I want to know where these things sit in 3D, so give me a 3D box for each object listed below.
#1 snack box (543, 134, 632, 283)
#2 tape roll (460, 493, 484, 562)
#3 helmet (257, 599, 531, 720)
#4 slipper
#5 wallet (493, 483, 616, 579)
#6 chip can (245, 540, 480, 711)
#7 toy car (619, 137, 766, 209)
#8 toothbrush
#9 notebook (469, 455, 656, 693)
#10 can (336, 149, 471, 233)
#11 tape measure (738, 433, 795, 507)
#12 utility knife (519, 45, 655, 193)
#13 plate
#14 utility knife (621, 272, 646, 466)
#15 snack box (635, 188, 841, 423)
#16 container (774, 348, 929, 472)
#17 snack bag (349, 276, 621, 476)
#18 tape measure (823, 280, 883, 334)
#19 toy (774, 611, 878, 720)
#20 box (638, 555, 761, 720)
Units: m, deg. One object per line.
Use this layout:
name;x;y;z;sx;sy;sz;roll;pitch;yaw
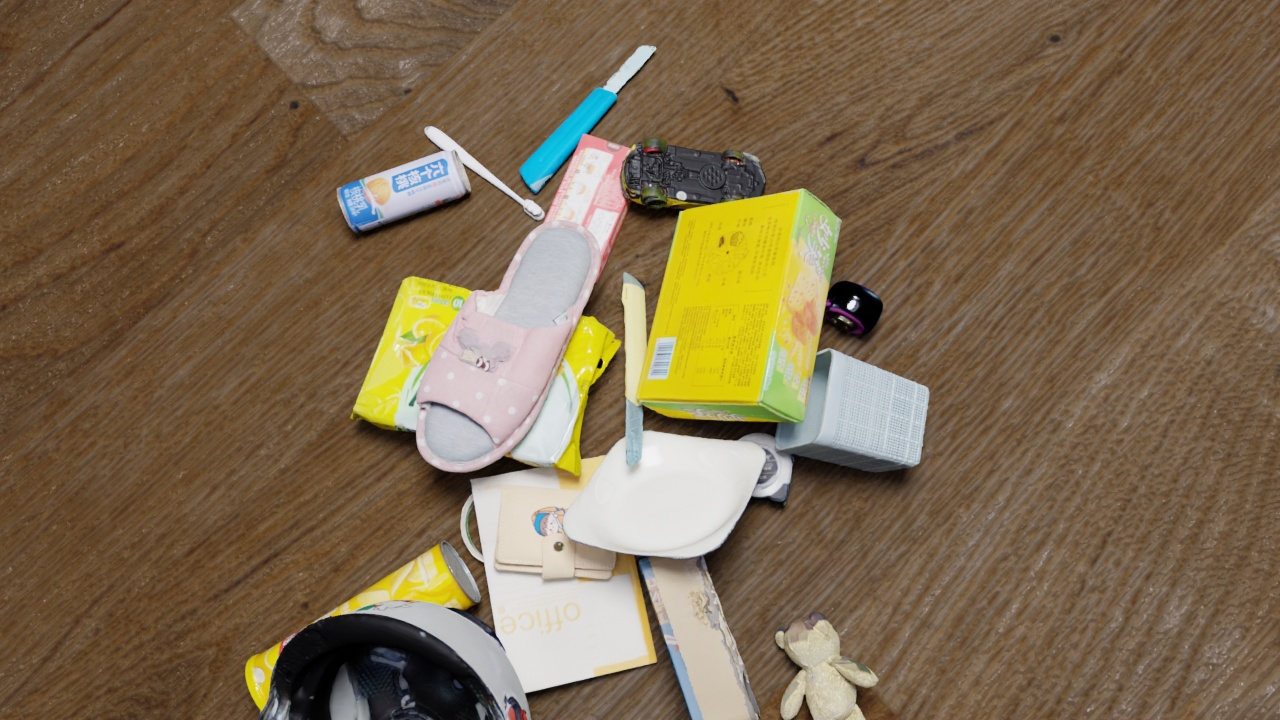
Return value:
snack box;-0.054;-0.165;0.989;0.075;0.025;0.152;19;77;11
tape roll;-0.135;0.161;0.912;0.086;0.014;0.085;-2;74;5
helmet;-0.187;0.317;0.784;0.230;0.156;0.274;-3;98;13
slipper;-0.124;-0.020;0.869;0.114;0.054;0.274;26;75;13
wallet;-0.079;0.165;0.876;0.115;0.024;0.087;6;72;-7
chip can;-0.260;0.256;0.869;0.213;0.072;0.072;-31;74;-5
toy car;0.056;-0.190;0.973;0.155;0.041;0.071;4;75;-11
toothbrush;-0.176;-0.211;1.019;0.180;0.016;0.016;38;79;14
notebook;-0.076;0.201;0.882;0.145;0.010;0.206;-9;73;-10
can;-0.257;-0.185;1.001;0.134;0.053;0.053;-19;73;0
tape measure;0.116;0.105;0.893;0.066;0.033;0.066;11;78;7
utility knife;-0.057;-0.275;1.024;0.034;0.018;0.218;38;83;16
plate;0.025;0.129;0.847;0.164;0.034;0.163;4;35;28
utility knife;-0.005;0.005;0.919;0.031;0.022;0.215;16;53;-28
snack box;0.093;-0.048;0.879;0.158;0.070;0.209;-1;69;45
container;0.200;0.052;0.857;0.111;0.090;0.090;17;74;-14
snack bag;-0.156;0.015;0.925;0.246;0.068;0.157;13;73;10
tape measure;0.210;-0.051;0.915;0.057;0.058;0.039;29;79;10
toy;0.177;0.303;0.821;0.105;0.066;0.157;-36;73;39
box;0.053;0.259;0.826;0.062;0.090;0.184;-17;70;-4
